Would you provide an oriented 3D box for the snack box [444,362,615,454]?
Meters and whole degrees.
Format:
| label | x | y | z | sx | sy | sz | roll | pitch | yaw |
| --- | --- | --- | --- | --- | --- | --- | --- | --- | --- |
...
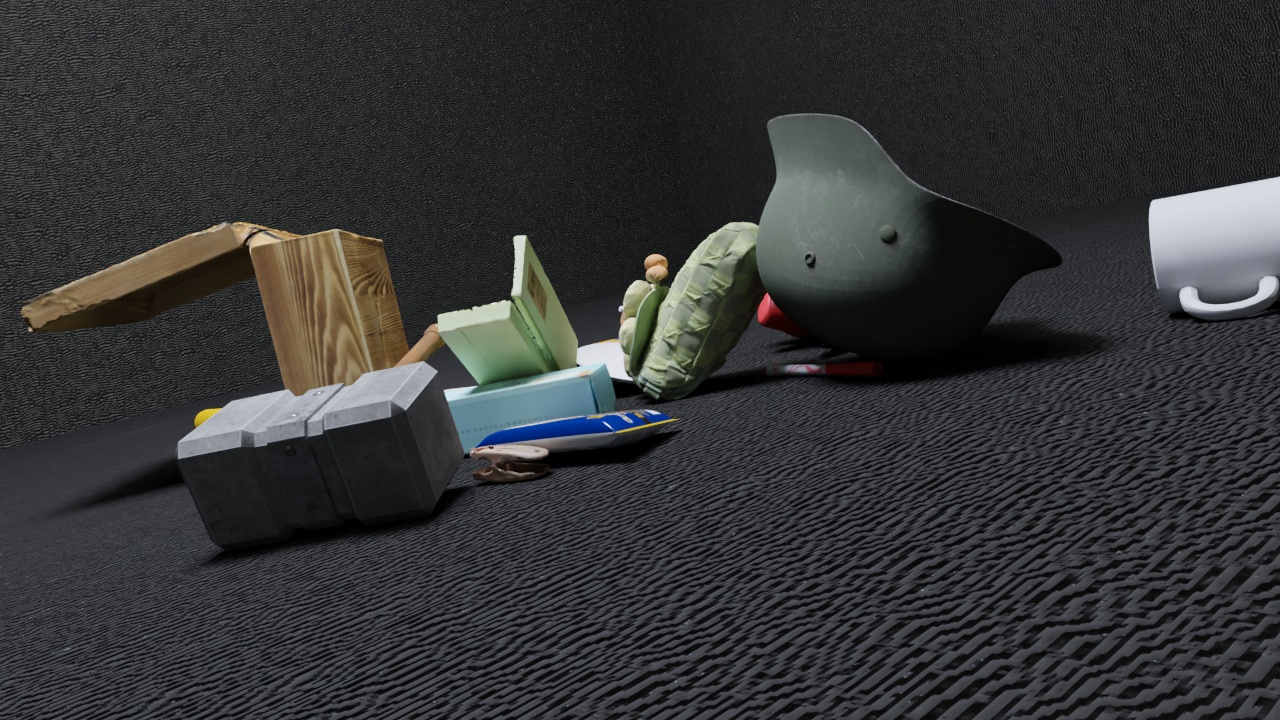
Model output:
| label | x | y | z | sx | sy | sz | roll | pitch | yaw |
| --- | --- | --- | --- | --- | --- | --- | --- | --- | --- |
| snack box | -0.112 | 0.045 | 0.800 | 0.175 | 0.053 | 0.075 | -10 | 7 | 9 |

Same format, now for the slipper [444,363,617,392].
| label | x | y | z | sx | sy | sz | roll | pitch | yaw |
| --- | --- | --- | --- | --- | --- | --- | --- | --- | --- |
| slipper | -0.143 | 0.020 | 1.033 | 0.264 | 0.063 | 0.111 | -11 | 6 | 27 |

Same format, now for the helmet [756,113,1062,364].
| label | x | y | z | sx | sy | sz | roll | pitch | yaw |
| --- | --- | --- | --- | --- | --- | --- | --- | --- | --- |
| helmet | 0.197 | -0.080 | 0.755 | 0.226 | 0.154 | 0.268 | 20 | 4 | -43 |

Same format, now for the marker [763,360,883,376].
| label | x | y | z | sx | sy | sz | roll | pitch | yaw |
| --- | --- | --- | --- | --- | --- | --- | --- | --- | --- |
| marker | 0.153 | 0.008 | 0.794 | 0.012 | 0.013 | 0.142 | -16 | 7 | -31 |

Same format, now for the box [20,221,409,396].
| label | x | y | z | sx | sy | sz | roll | pitch | yaw |
| --- | --- | --- | --- | --- | --- | --- | --- | --- | --- |
| box | -0.458 | -0.033 | 1.052 | 0.336 | 0.286 | 0.279 | -10 | 6 | -4 |

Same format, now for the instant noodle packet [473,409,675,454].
| label | x | y | z | sx | sy | sz | roll | pitch | yaw |
| --- | --- | --- | --- | --- | --- | --- | --- | --- | --- |
| instant noodle packet | -0.049 | 0.056 | 0.689 | 0.134 | 0.026 | 0.087 | -9 | -2 | 29 |

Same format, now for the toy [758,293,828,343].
| label | x | y | z | sx | sy | sz | roll | pitch | yaw |
| --- | --- | --- | --- | --- | --- | --- | --- | --- | --- |
| toy | 0.207 | -0.074 | 0.984 | 0.158 | 0.120 | 0.197 | -11 | 14 | -14 |

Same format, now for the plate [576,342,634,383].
| label | x | y | z | sx | sy | sz | roll | pitch | yaw |
| --- | --- | --- | --- | --- | --- | --- | --- | --- | --- |
| plate | -0.006 | 0.006 | 0.974 | 0.134 | 0.011 | 0.134 | 6 | 17 | -2 |

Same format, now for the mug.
| label | x | y | z | sx | sy | sz | roll | pitch | yaw |
| --- | --- | --- | --- | --- | --- | --- | --- | --- | --- |
| mug | 0.442 | -0.076 | 0.691 | 0.090 | 0.091 | 0.121 | -7 | 41 | 37 |

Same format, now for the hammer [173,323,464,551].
| label | x | y | z | sx | sy | sz | roll | pitch | yaw |
| --- | --- | --- | --- | --- | --- | --- | --- | --- | --- |
| hammer | -0.205 | 0.025 | 0.736 | 0.163 | 0.083 | 0.317 | -11 | 18 | 9 |

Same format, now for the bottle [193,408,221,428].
| label | x | y | z | sx | sy | sz | roll | pitch | yaw |
| --- | --- | --- | --- | --- | --- | --- | --- | --- | --- |
| bottle | -0.649 | 0.096 | 1.406 | 0.043 | 0.043 | 0.144 | -18 | 9 | -41 |

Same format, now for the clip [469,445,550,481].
| label | x | y | z | sx | sy | sz | roll | pitch | yaw |
| --- | --- | --- | --- | --- | --- | --- | --- | --- | --- |
| clip | -0.093 | 0.076 | 0.650 | 0.061 | 0.049 | 0.025 | 30 | 15 | 9 |

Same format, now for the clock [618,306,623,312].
| label | x | y | z | sx | sy | sz | roll | pitch | yaw |
| --- | --- | --- | --- | --- | --- | --- | --- | --- | --- |
| clock | 0.056 | -0.060 | 1.318 | 0.161 | 0.073 | 0.125 | -9 | -6 | 3 |

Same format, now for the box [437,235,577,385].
| label | x | y | z | sx | sy | sz | roll | pitch | yaw |
| --- | --- | --- | --- | --- | --- | --- | --- | --- | --- |
| box | -0.117 | -0.019 | 0.849 | 0.082 | 0.097 | 0.188 | -9 | -32 | 7 |

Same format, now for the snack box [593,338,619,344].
| label | x | y | z | sx | sy | sz | roll | pitch | yaw |
| --- | --- | --- | --- | --- | --- | --- | --- | --- | --- |
| snack box | 0.014 | -0.012 | 1.099 | 0.125 | 0.040 | 0.088 | -14 | 7 | -12 |

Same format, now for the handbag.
| label | x | y | z | sx | sy | sz | roll | pitch | yaw |
| --- | --- | --- | --- | --- | --- | --- | --- | --- | --- |
| handbag | 0.045 | -0.055 | 0.865 | 0.117 | 0.187 | 0.113 | 32 | 19 | 12 |
